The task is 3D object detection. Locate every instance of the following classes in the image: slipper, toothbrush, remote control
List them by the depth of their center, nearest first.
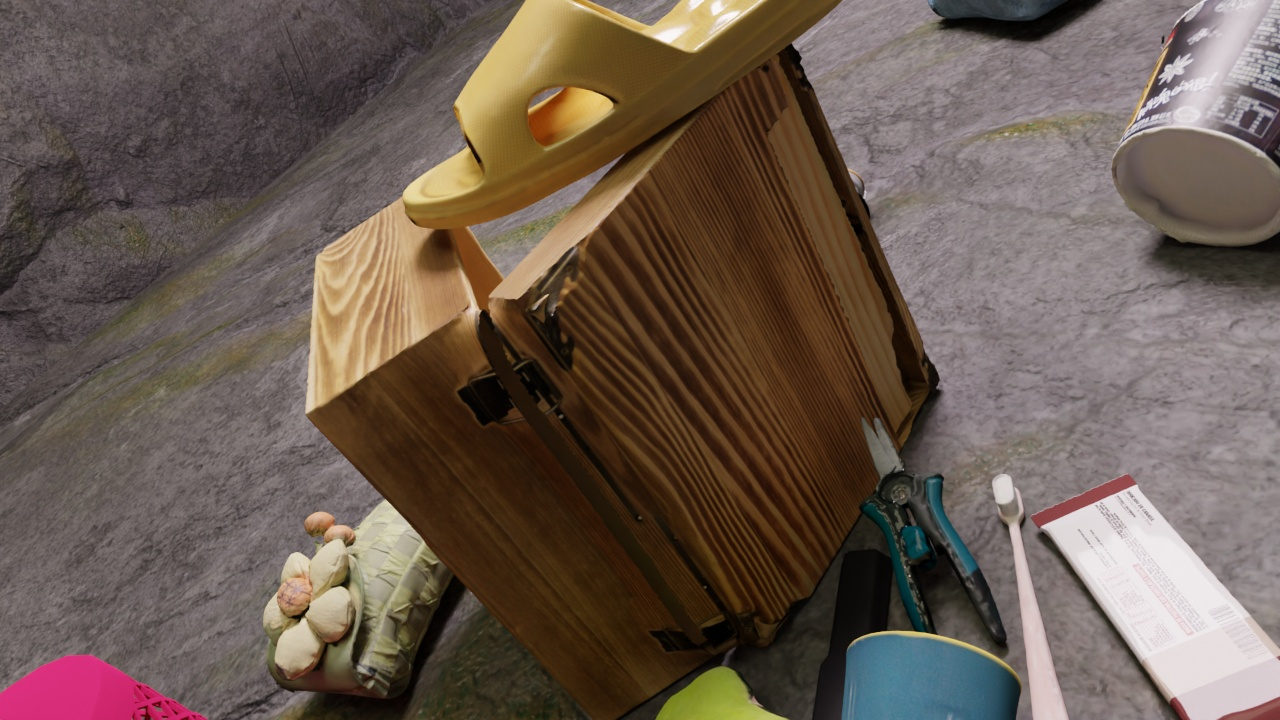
[{"bbox_3d":[0.193,0.128,0.454,0.016,0.018,0.180,-19,34,25],"label":"toothbrush"},{"bbox_3d":[-0.018,-0.154,0.457,0.263,0.078,0.099,-31,33,4],"label":"slipper"},{"bbox_3d":[0.112,0.158,0.489,0.032,0.015,0.136,-13,36,31],"label":"remote control"}]

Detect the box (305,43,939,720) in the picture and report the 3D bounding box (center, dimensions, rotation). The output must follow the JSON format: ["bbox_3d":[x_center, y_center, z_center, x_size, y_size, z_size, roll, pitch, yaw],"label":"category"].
[{"bbox_3d":[0.016,0.005,0.544,0.315,0.279,0.282,-31,31,1],"label":"box"}]

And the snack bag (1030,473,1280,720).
[{"bbox_3d":[0.244,0.114,0.427,0.057,0.013,0.157,-27,31,8],"label":"snack bag"}]

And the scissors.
[{"bbox_3d":[0.147,0.097,0.502,0.128,0.019,0.140,17,70,36],"label":"scissors"}]

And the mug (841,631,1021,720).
[{"bbox_3d":[0.117,0.189,0.389,0.078,0.078,0.121,-10,43,35],"label":"mug"}]

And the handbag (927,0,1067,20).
[{"bbox_3d":[0.377,-0.421,0.956,0.122,0.118,0.191,-32,25,3],"label":"handbag"}]

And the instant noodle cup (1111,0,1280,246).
[{"bbox_3d":[0.369,-0.145,0.569,0.112,0.137,0.137,-52,34,-13],"label":"instant noodle cup"}]

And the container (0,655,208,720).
[{"bbox_3d":[-0.238,0.265,0.462,0.183,0.226,0.182,-24,32,16],"label":"container"}]

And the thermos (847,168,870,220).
[{"bbox_3d":[0.154,-0.092,0.757,0.061,0.061,0.230,-13,36,31],"label":"thermos"}]

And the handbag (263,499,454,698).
[{"bbox_3d":[-0.210,0.162,0.689,0.113,0.117,0.185,-11,39,33],"label":"handbag"}]

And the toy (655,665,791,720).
[{"bbox_3d":[0.028,0.214,0.462,0.115,0.046,0.092,-49,32,-11],"label":"toy"}]
